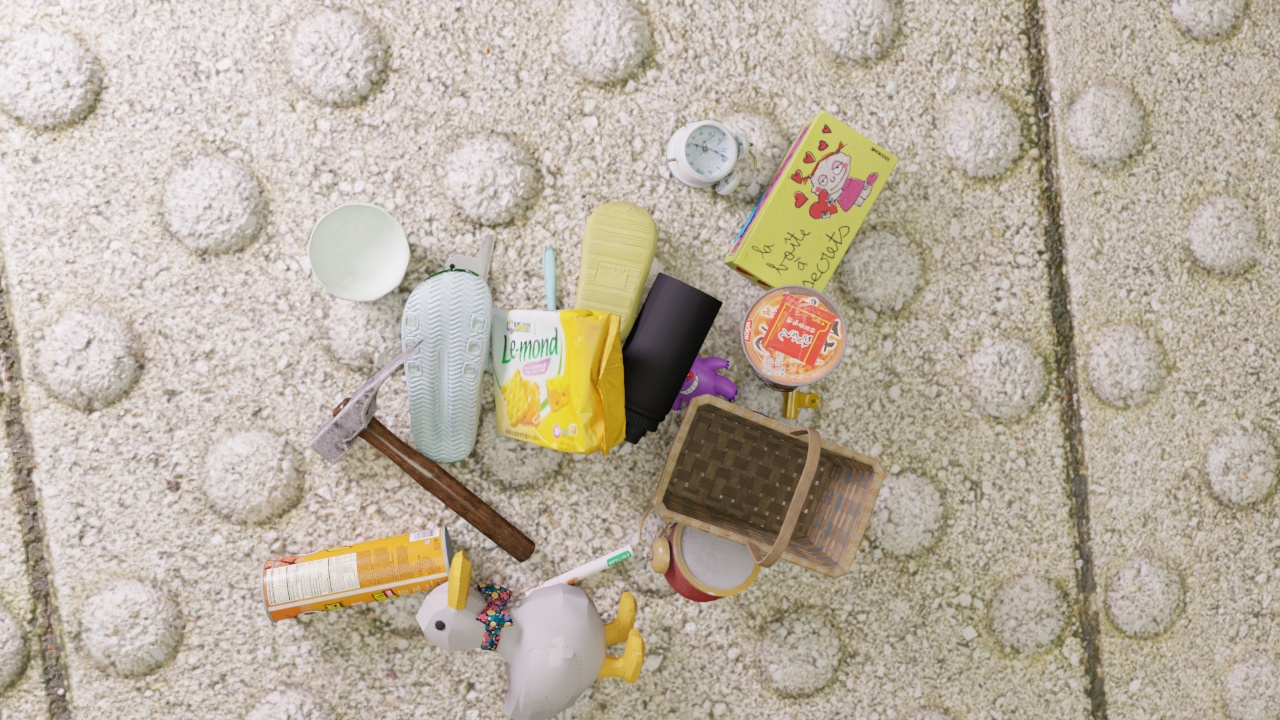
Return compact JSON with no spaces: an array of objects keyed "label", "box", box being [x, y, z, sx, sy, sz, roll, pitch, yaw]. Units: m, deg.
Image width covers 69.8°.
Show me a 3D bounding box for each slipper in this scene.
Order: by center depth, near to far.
[{"label":"slipper","box":[-0.234,0.006,1.117,0.104,0.074,0.246,5,108,-3]},{"label":"slipper","box":[-0.029,-0.100,1.129,0.092,0.081,0.190,8,73,12]}]

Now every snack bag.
[{"label":"snack bag","box":[-0.095,0.019,1.063,0.068,0.248,0.159,-4,96,-36]}]

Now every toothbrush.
[{"label":"toothbrush","box":[-0.110,-0.057,1.157,0.016,0.016,0.180,-4,92,-7]}]

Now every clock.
[{"label":"clock","box":[0.091,-0.256,1.155,0.117,0.057,0.083,16,90,-16]},{"label":"clock","box":[0.069,0.238,1.156,0.159,0.081,0.116,28,59,-6]}]

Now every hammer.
[{"label":"hammer","box":[-0.221,0.127,1.098,0.300,0.037,0.218,42,121,-16]}]

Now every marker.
[{"label":"marker","box":[-0.078,0.273,1.176,0.145,0.017,0.017,-23,95,-6]}]

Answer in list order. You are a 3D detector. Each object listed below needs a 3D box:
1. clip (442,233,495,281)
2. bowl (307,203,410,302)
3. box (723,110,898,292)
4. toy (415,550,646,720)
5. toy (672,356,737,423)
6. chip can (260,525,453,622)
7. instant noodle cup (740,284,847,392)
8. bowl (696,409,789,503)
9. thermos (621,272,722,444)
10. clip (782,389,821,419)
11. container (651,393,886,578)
[{"label":"clip","box":[-0.217,-0.112,1.142,0.056,0.046,0.101,12,90,-13]},{"label":"bowl","box":[-0.333,-0.127,1.100,0.117,0.061,0.117,0,92,-8]},{"label":"box","box":[0.212,-0.186,1.163,0.124,0.082,0.221,32,87,-8]},{"label":"toy","box":[-0.133,0.339,1.105,0.267,0.140,0.247,2,114,-9]},{"label":"toy","box":[0.071,0.025,1.165,0.088,0.055,0.106,40,121,-10]},{"label":"chip can","box":[-0.337,0.257,1.110,0.215,0.075,0.075,-10,94,-7]},{"label":"instant noodle cup","box":[0.184,-0.015,1.134,0.123,0.122,0.123,-1,76,4]},{"label":"bowl","box":[0.124,0.119,1.173,0.118,0.062,0.118,0,92,-8]},{"label":"thermos","box":[0.017,0.001,1.111,0.086,0.086,0.198,25,93,-8]},{"label":"clip","box":[0.210,0.051,1.206,0.049,0.044,0.054,3,91,-44]},{"label":"container","box":[0.149,0.146,1.051,0.250,0.186,0.157,21,89,-9]}]
